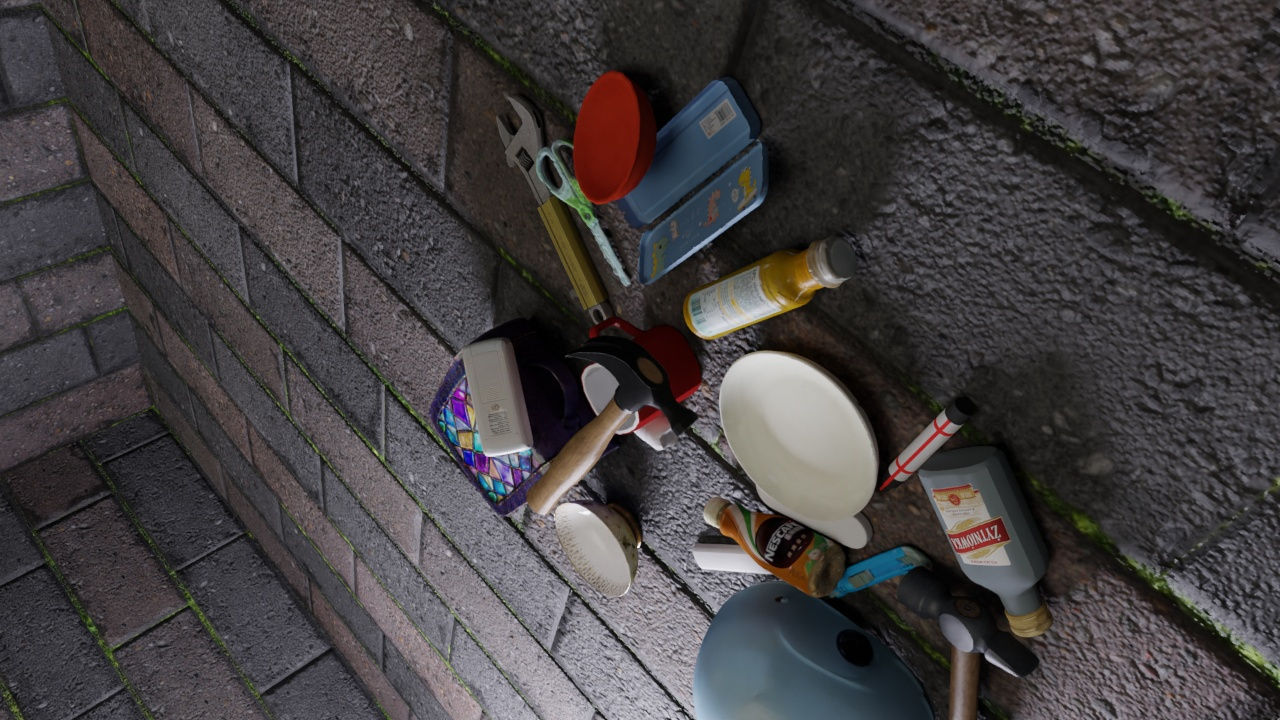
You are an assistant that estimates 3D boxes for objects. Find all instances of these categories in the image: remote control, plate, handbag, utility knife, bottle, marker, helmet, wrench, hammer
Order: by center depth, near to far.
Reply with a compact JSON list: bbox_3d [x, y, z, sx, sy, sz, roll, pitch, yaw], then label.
[{"bbox_3d":[0.296,0.152,0.763,0.072,0.046,0.161,-17,102,54],"label":"bottle"},{"bbox_3d":[0.242,0.079,0.798,0.019,0.019,0.146,47,143,17],"label":"marker"},{"bbox_3d":[0.112,-0.065,0.820,0.187,0.053,0.053,-21,98,54],"label":"bottle"},{"bbox_3d":[0.310,0.346,0.880,0.129,0.040,0.322,34,144,48],"label":"hammer"},{"bbox_3d":[0.155,0.068,0.881,0.182,0.034,0.183,30,135,34],"label":"plate"},{"bbox_3d":[0.221,0.222,0.932,0.031,0.015,0.199,54,145,9],"label":"utility knife"},{"bbox_3d":[0.175,0.151,0.936,0.137,0.013,0.043,23,131,40],"label":"remote control"},{"bbox_3d":[-0.059,0.086,0.972,0.132,0.040,0.306,47,138,6],"label":"hammer"},{"bbox_3d":[0.136,0.190,0.973,0.167,0.059,0.059,23,131,44],"label":"bottle"},{"bbox_3d":[0.171,0.380,0.980,0.266,0.166,0.226,26,129,19],"label":"helmet"},{"bbox_3d":[-0.092,-0.162,1.026,0.084,0.018,0.273,-15,103,53],"label":"wrench"},{"bbox_3d":[-0.013,0.055,1.065,0.136,0.044,0.044,32,137,32],"label":"bottle"},{"bbox_3d":[0.108,0.233,1.075,0.131,0.012,0.033,-13,105,53],"label":"remote control"},{"bbox_3d":[-0.169,0.044,1.080,0.060,0.025,0.138,-12,90,14],"label":"remote control"},{"bbox_3d":[-0.145,0.071,1.165,0.205,0.125,0.223,54,136,8],"label":"handbag"}]

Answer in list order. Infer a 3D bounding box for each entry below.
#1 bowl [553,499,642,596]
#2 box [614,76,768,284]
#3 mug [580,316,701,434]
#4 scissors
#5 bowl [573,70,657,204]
[{"bbox_3d":[-0.044,0.236,1.217,0.145,0.063,0.145,30,135,35],"label":"bowl"},{"bbox_3d":[0.044,-0.159,0.851,0.210,0.039,0.126,-31,74,55],"label":"box"},{"bbox_3d":[-0.006,0.006,0.976,0.081,0.096,0.116,-21,98,54],"label":"mug"},{"bbox_3d":[-0.055,-0.154,0.982,0.065,0.033,0.174,-23,106,31],"label":"scissors"},{"bbox_3d":[-0.020,-0.208,0.866,0.122,0.035,0.122,-1,88,57],"label":"bowl"}]
